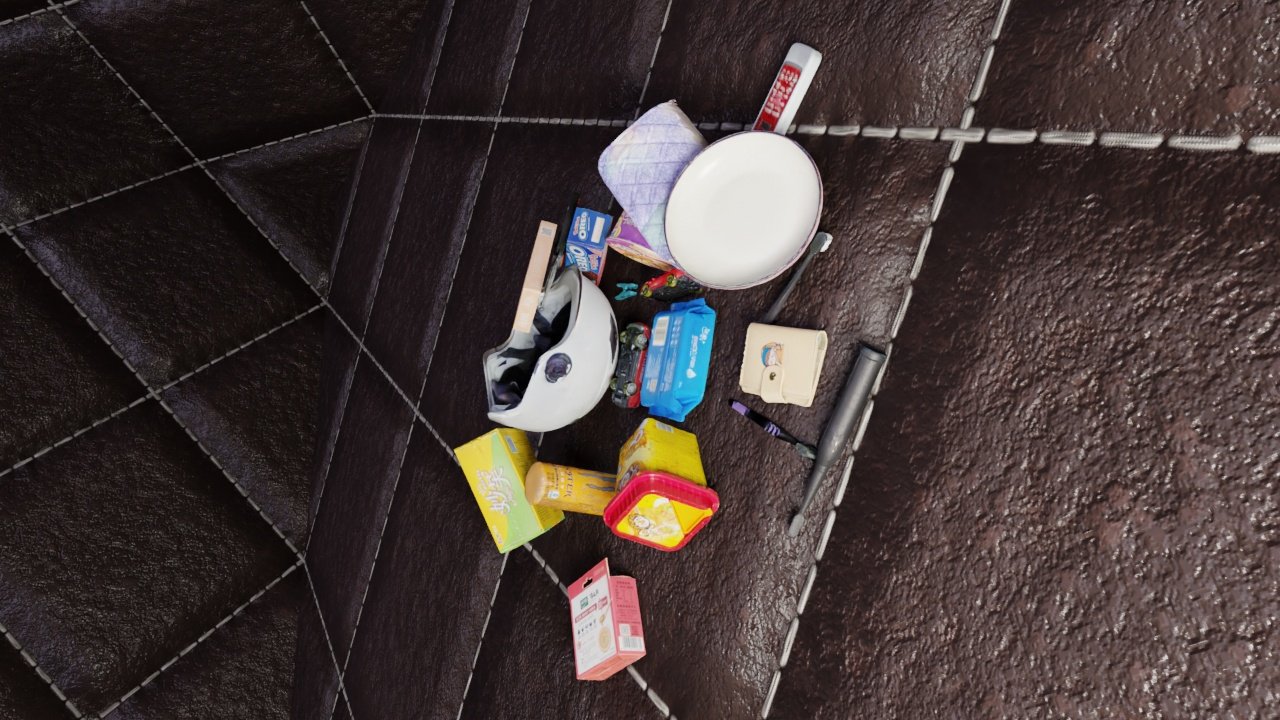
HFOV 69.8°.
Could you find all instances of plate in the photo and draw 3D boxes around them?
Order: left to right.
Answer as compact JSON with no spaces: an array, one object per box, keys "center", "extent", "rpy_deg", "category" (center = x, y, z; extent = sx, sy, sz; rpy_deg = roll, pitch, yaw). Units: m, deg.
[{"center":[0.120,-0.168,1.051],"extent":[0.193,0.039,0.192],"rpy_deg":[-9,71,27],"category":"plate"}]

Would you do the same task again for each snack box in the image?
[{"center":[-0.184,0.182,1.323],"extent":[0.210,0.070,0.157],"rpy_deg":[61,-177,-85],"category":"snack box"},{"center":[-0.153,-0.123,1.332],"extent":[0.085,0.026,0.157],"rpy_deg":[113,169,-44],"category":"snack box"},{"center":[-0.079,-0.162,1.369],"extent":[0.208,0.057,0.058],"rpy_deg":[115,171,-76],"category":"snack box"},{"center":[-0.047,0.342,1.211],"extent":[0.113,0.044,0.127],"rpy_deg":[-45,43,44],"category":"snack box"}]

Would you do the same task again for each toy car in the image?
[{"center":[-0.008,0.007,1.277],"extent":[0.053,0.045,0.120],"rpy_deg":[20,101,58],"category":"toy car"},{"center":[0.041,-0.101,1.234],"extent":[0.107,0.049,0.031],"rpy_deg":[-20,61,56],"category":"toy car"}]

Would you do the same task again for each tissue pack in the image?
[{"center":[0.049,0.000,1.177],"extent":[0.095,0.052,0.157],"rpy_deg":[1,79,62],"category":"tissue pack"}]

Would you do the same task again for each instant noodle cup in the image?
[{"center":[0.019,-0.187,1.256],"extent":[0.112,0.111,0.099],"rpy_deg":[16,84,61],"category":"instant noodle cup"},{"center":[0.023,0.147,1.115],"extent":[0.116,0.116,0.123],"rpy_deg":[-53,26,37],"category":"instant noodle cup"}]

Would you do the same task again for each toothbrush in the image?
[{"center":[0.143,0.074,1.023],"extent":[0.189,0.016,0.014],"rpy_deg":[34,108,60],"category":"toothbrush"},{"center":[0.165,-0.072,1.046],"extent":[0.015,0.018,0.181],"rpy_deg":[51,127,29],"category":"toothbrush"},{"center":[0.193,0.085,0.924],"extent":[0.027,0.026,0.213],"rpy_deg":[-54,-15,-74],"category":"toothbrush"}]

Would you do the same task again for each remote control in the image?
[{"center":[0.174,-0.319,1.122],"extent":[0.136,0.020,0.056],"rpy_deg":[-64,31,21],"category":"remote control"}]

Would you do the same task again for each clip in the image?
[{"center":[-0.021,-0.106,1.379],"extent":[0.056,0.014,0.040],"rpy_deg":[-4,75,59],"category":"clip"}]

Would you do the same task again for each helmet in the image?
[{"center":[-0.116,-0.001,1.361],"extent":[0.259,0.146,0.229],"rpy_deg":[-52,27,11],"category":"helmet"}]

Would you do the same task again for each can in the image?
[{"center":[-0.080,0.175,1.232],"extent":[0.058,0.146,0.058],"rpy_deg":[-31,53,51],"category":"can"}]

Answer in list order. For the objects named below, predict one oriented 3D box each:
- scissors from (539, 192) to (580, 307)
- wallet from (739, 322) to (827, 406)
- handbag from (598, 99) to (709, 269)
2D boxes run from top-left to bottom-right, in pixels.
[{"center":[-0.117,-0.165,1.312],"extent":[0.233,0.021,0.163],"rpy_deg":[-84,9,-75],"category":"scissors"},{"center":[0.154,0.005,1.019],"extent":[0.115,0.024,0.087],"rpy_deg":[11,94,54],"category":"wallet"},{"center":[0.045,-0.219,1.164],"extent":[0.134,0.075,0.194],"rpy_deg":[-39,69,15],"category":"handbag"}]
